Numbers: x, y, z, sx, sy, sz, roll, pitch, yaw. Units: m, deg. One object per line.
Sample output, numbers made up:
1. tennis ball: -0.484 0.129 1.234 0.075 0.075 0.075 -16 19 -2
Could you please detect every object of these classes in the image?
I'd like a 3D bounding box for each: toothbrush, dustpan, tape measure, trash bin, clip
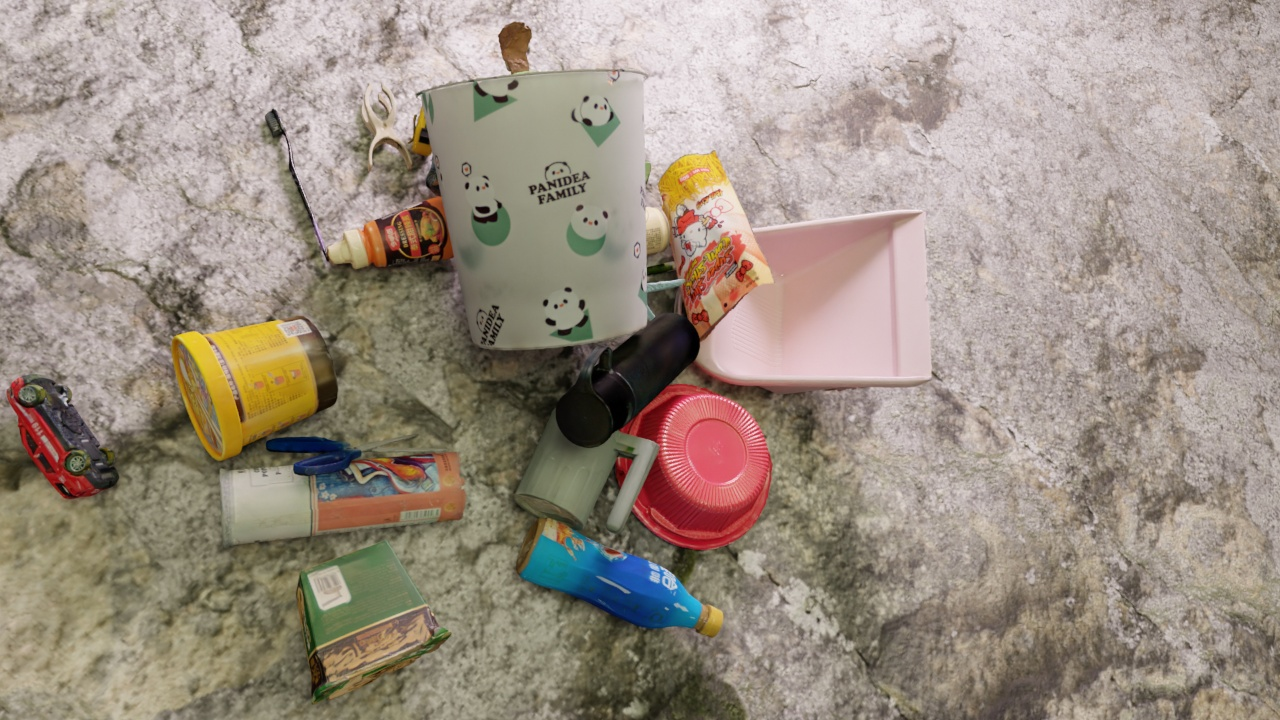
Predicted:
1. toothbrush: -0.367 -0.188 0.982 0.016 0.014 0.189 -19 78 -20
2. dustpan: 0.182 -0.067 1.055 0.138 0.274 0.222 27 56 -39
3. toothbrush: 0.031 -0.116 1.119 0.185 0.012 0.017 -15 70 -26
4. tape measure: -0.244 -0.261 1.036 0.029 0.060 0.057 12 94 -15
5. trash bin: -0.093 -0.151 0.928 0.229 0.230 0.252 -11 102 -26
6. clip: -0.292 -0.261 1.033 0.070 0.035 0.100 -11 83 -26

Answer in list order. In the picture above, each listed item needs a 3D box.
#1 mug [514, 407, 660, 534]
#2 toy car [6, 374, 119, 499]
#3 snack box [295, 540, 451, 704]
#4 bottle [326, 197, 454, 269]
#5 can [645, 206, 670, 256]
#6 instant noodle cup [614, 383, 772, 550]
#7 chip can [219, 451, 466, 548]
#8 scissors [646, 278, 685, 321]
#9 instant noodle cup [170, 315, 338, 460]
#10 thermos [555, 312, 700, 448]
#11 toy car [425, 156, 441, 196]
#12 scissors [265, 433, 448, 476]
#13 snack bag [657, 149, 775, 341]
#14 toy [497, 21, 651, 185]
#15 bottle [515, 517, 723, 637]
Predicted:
1. mug: -0.056 0.116 0.938 0.124 0.084 0.103 14 62 22
2. toy car: -0.508 0.067 0.800 0.045 0.053 0.120 -32 88 -5
3. snack box: -0.249 0.227 0.811 0.118 0.118 0.105 -18 73 -30
4. bottle: -0.259 -0.130 0.979 0.149 0.067 0.066 -18 77 -20
5. can: -0.028 -0.145 1.079 0.116 0.059 0.058 -14 76 -27
6. instant noodle cup: 0.072 0.108 1.017 0.193 0.066 0.193 9 66 -20
7. chip can: -0.276 0.128 0.862 0.214 0.071 0.071 -2 71 -24
8. scissors: -0.015 -0.086 1.050 0.133 0.017 0.134 -11 109 -4
9. instant noodle cup: -0.355 0.018 0.851 0.114 0.119 0.118 -23 80 -36
10. thermos: -0.006 0.006 0.949 0.068 0.090 0.241 14 23 18
11. toy car: -0.214 -0.228 1.029 0.034 0.091 0.042 28 11 28
12. scissors: -0.273 0.085 0.865 0.176 0.162 0.012 3 97 4
13. snack bag: 0.079 -0.138 1.070 0.073 0.129 0.207 14 49 -38
14. toy: -0.107 -0.262 1.071 0.246 0.090 0.226 44 80 -1
15. bottle: -0.017 0.229 0.932 0.218 0.065 0.065 26 62 -11
